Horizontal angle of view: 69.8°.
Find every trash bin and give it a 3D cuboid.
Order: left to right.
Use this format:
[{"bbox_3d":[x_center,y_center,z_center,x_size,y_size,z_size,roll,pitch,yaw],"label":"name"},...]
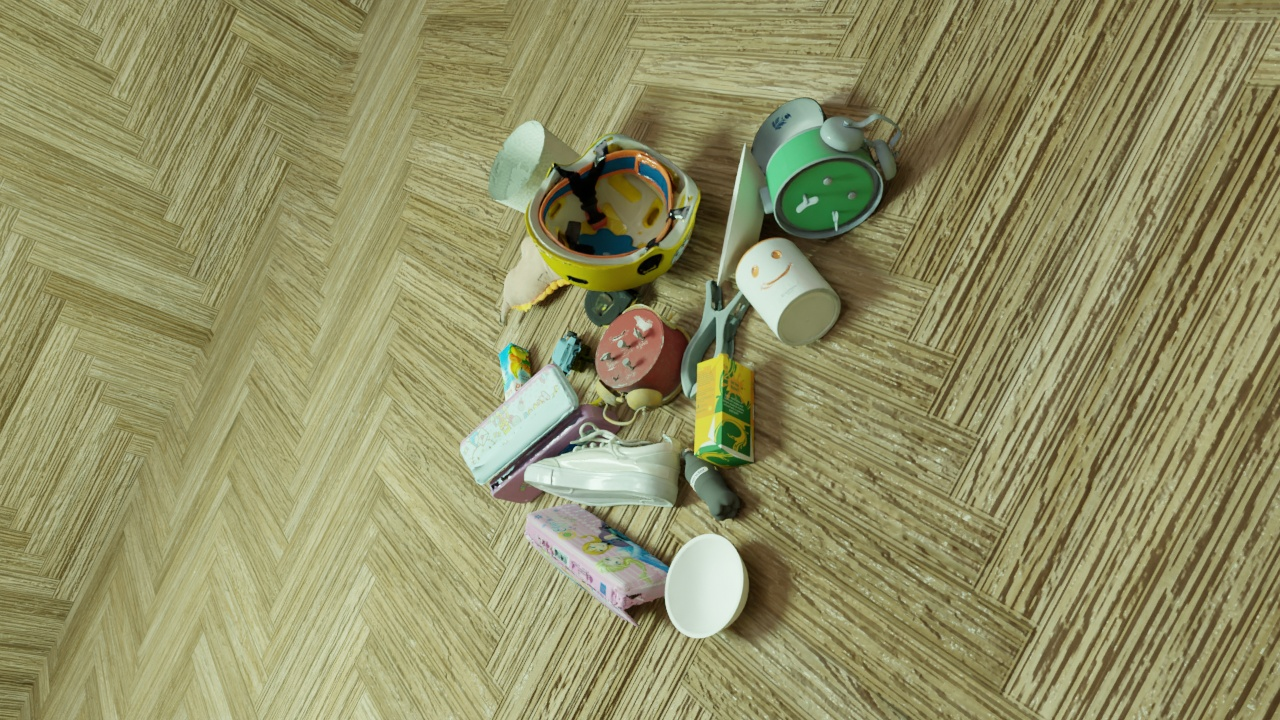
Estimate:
[{"bbox_3d":[-0.131,-0.271,1.421,0.134,0.161,0.133,-26,52,38],"label":"trash bin"}]

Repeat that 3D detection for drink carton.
[{"bbox_3d":[-0.189,0.032,1.414,0.039,0.044,0.128,-41,43,26],"label":"drink carton"},{"bbox_3d":[0.098,0.057,1.063,0.041,0.058,0.122,-20,56,41],"label":"drink carton"}]

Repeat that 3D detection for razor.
[{"bbox_3d":[-0.056,0.003,1.299,0.106,0.026,0.042,12,77,47],"label":"razor"}]

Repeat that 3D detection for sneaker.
[{"bbox_3d":[-0.045,0.132,1.170,0.243,0.089,0.090,-4,62,41],"label":"sneaker"}]

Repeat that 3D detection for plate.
[{"bbox_3d":[0.128,-0.174,1.117,0.174,0.036,0.174,16,-95,-88],"label":"plate"}]

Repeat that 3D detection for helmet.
[{"bbox_3d":[-0.039,-0.174,1.244,0.239,0.140,0.209,-39,64,-20],"label":"helmet"}]

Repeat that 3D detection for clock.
[{"bbox_3d":[-0.007,0.007,1.178,0.117,0.081,0.158,10,74,44],"label":"clock"},{"bbox_3d":[0.218,-0.207,1.018,0.162,0.121,0.075,-41,42,37],"label":"clock"}]

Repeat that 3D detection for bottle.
[{"bbox_3d":[0.077,0.139,1.059,0.036,0.036,0.110,-53,40,14],"label":"bottle"}]

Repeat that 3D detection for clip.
[{"bbox_3d":[0.086,-0.030,1.149,0.090,0.027,0.162,23,87,50],"label":"clip"}]

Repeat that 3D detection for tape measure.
[{"bbox_3d":[-0.042,-0.081,1.295,0.071,0.042,0.072,36,113,15],"label":"tape measure"}]

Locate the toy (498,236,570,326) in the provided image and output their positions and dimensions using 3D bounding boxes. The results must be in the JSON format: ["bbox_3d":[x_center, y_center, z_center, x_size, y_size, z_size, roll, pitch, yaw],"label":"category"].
[{"bbox_3d":[-0.117,-0.121,1.413,0.265,0.065,0.196,21,95,45],"label":"toy"}]

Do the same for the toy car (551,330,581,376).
[{"bbox_3d":[-0.112,-0.013,1.328,0.107,0.027,0.060,-130,63,-76],"label":"toy car"}]

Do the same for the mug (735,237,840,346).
[{"bbox_3d":[0.167,-0.078,1.042,0.082,0.082,0.105,-49,42,18],"label":"mug"}]

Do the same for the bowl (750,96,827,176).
[{"bbox_3d":[0.195,-0.265,1.142,0.115,0.045,0.114,-26,52,38],"label":"bowl"}]

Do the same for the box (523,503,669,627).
[{"bbox_3d":[-0.057,0.259,1.125,0.231,0.084,0.091,22,115,51],"label":"box"}]

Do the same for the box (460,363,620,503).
[{"bbox_3d":[-0.144,0.110,1.249,0.215,0.140,0.062,-40,16,27],"label":"box"}]

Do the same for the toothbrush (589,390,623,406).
[{"bbox_3d":[-0.045,0.050,1.264,0.136,0.016,0.021,-32,47,28],"label":"toothbrush"}]

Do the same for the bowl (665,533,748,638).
[{"bbox_3d":[0.080,0.247,0.993,0.110,0.040,0.109,-26,52,38],"label":"bowl"}]
